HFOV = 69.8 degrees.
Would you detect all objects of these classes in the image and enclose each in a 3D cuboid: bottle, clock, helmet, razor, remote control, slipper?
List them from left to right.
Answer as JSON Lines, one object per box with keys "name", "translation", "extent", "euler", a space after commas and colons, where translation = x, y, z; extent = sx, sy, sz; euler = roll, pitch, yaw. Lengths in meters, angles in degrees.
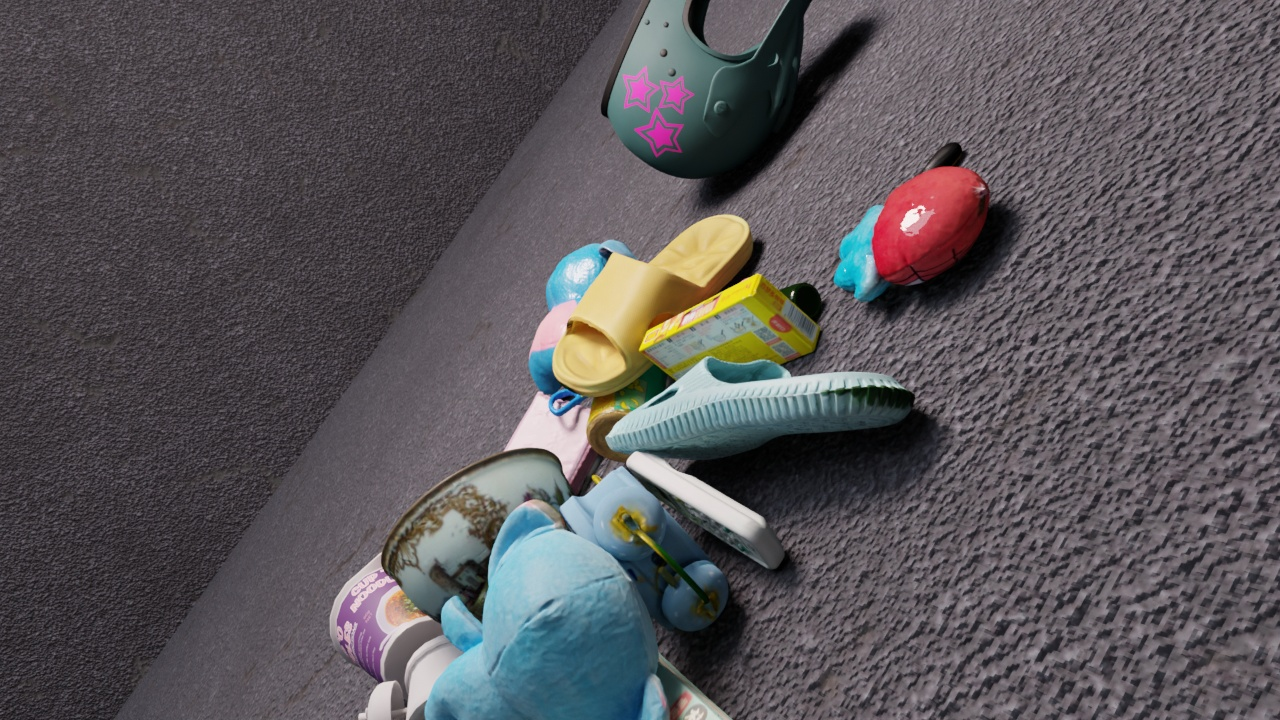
{"name": "clock", "translation": [-0.151, 0.279, 0.732], "extent": [0.159, 0.120, 0.061], "euler": [-36, 30, 14]}
{"name": "bottle", "translation": [-0.005, 0.005, 0.914], "extent": [0.068, 0.068, 0.209], "euler": [-39, 25, 33]}
{"name": "clock", "translation": [0.003, 0.132, 0.634], "extent": [0.060, 0.118, 0.162], "euler": [-43, 14, -7]}
{"name": "slipper", "translation": [0.008, -0.073, 0.885], "extent": [0.099, 0.078, 0.262], "euler": [22, 54, 43]}
{"name": "remote control", "translation": [0.044, 0.099, 0.636], "extent": [0.022, 0.050, 0.133], "euler": [-49, 42, -14]}
{"name": "helmet", "translation": [0.090, -0.343, 1.072], "extent": [0.275, 0.200, 0.176], "euler": [-64, -3, 17]}
{"name": "slipper", "translation": [0.071, 0.029, 0.661], "extent": [0.277, 0.115, 0.069], "euler": [-17, 73, 51]}
{"name": "bottle", "translation": [0.107, -0.041, 0.803], "extent": [0.123, 0.033, 0.033], "euler": [-14, 44, 60]}
{"name": "razor", "translation": [0.208, -0.115, 0.727], "extent": [0.144, 0.021, 0.044], "euler": [-52, 21, -2]}

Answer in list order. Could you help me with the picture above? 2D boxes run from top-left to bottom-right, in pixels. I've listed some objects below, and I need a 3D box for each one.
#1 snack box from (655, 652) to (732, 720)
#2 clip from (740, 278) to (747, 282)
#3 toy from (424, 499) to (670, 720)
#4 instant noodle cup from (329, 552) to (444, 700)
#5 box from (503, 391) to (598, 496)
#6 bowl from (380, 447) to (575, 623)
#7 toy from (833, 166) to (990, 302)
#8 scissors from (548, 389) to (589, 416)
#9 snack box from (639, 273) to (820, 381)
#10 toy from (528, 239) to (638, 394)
{"name": "snack box", "translation": [-0.015, 0.258, 0.575], "extent": [0.141, 0.044, 0.194], "euler": [-54, 20, -10]}
{"name": "clip", "translation": [0.085, -0.059, 0.874], "extent": [0.060, 0.045, 0.023], "euler": [-59, 21, 25]}
{"name": "toy", "translation": [-0.061, 0.194, 0.580], "extent": [0.181, 0.114, 0.183], "euler": [-49, 58, 21]}
{"name": "instant noodle cup", "translation": [-0.237, 0.272, 0.929], "extent": [0.122, 0.121, 0.137], "euler": [14, 95, 57]}
{"name": "box", "translation": [-0.113, 0.162, 0.955], "extent": [0.107, 0.115, 0.232], "euler": [15, 64, 24]}
{"name": "bowl", "translation": [-0.105, 0.154, 0.703], "extent": [0.160, 0.159, 0.094], "euler": [-47, 62, 16]}
{"name": "toy", "translation": [0.191, -0.088, 0.661], "extent": [0.133, 0.062, 0.092], "euler": [-30, 23, 54]}
{"name": "scissors", "translation": [-0.037, 0.031, 0.957], "extent": [0.123, 0.016, 0.125], "euler": [23, 38, 29]}
{"name": "snack box", "translation": [0.072, -0.017, 0.777], "extent": [0.153, 0.075, 0.025], "euler": [-26, 32, 50]}
{"name": "toy", "translation": [-0.081, -0.049, 1.131], "extent": [0.225, 0.099, 0.191], "euler": [-37, 32, 53]}
